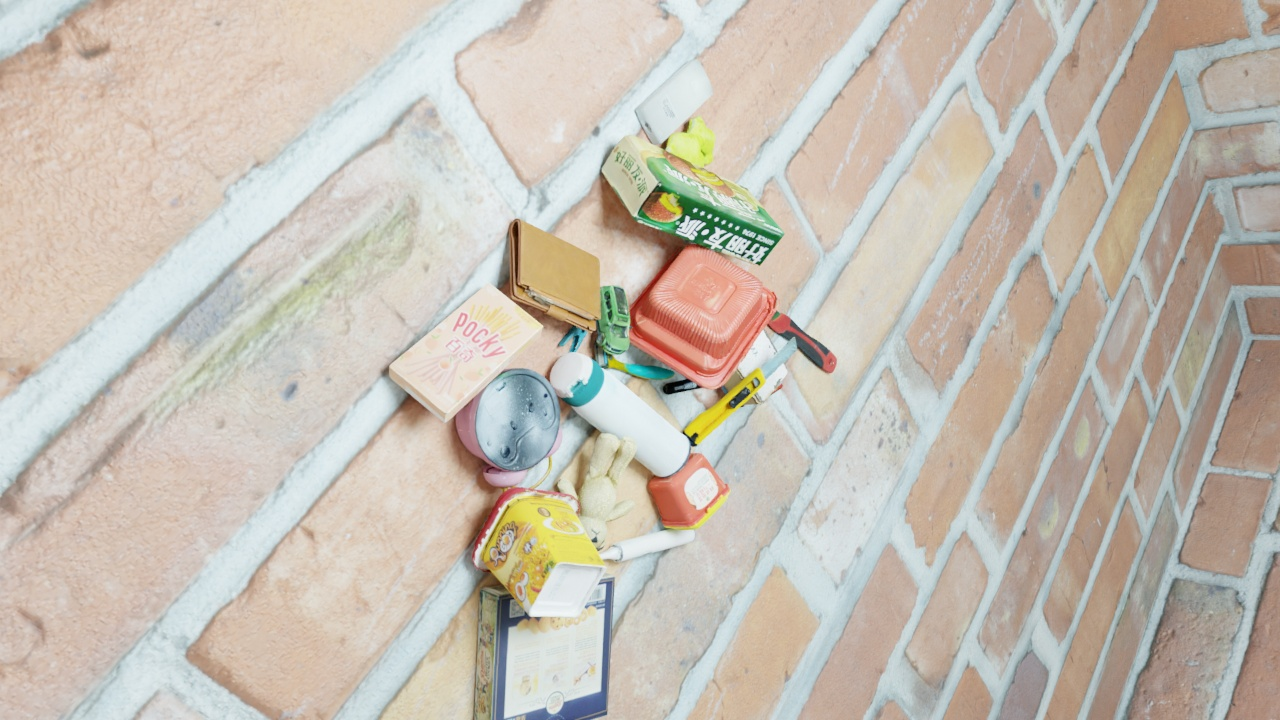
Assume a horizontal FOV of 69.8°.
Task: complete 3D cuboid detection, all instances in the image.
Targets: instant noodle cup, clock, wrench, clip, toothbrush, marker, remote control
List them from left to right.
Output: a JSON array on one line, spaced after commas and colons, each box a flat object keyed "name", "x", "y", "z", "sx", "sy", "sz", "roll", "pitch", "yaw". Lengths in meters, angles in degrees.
[{"name": "clock", "x": -0.148, "y": 0.082, "z": 1.062, "sx": 0.117, "sy": 0.060, "sz": 0.158, "roll": -42, "pitch": 118, "yaw": -34}, {"name": "instant noodle cup", "x": -0.110, "y": 0.221, "z": 1.040, "sx": 0.116, "sy": 0.123, "sz": 0.116, "roll": 17, "pitch": 108, "yaw": -42}, {"name": "clip", "x": -0.080, "y": -0.031, "z": 1.147, "sx": 0.056, "sy": 0.014, "sz": 0.041, "roll": -55, "pitch": 127, "yaw": -24}, {"name": "toothbrush", "x": -0.011, "y": 0.250, "z": 1.220, "sx": 0.220, "sy": 0.027, "sz": 0.026, "roll": -4, "pitch": 57, "yaw": -43}, {"name": "remote control", "x": 0.047, "y": -0.350, "z": 1.238, "sx": 0.134, "sy": 0.019, "sz": 0.056, "roll": -49, "pitch": 123, "yaw": -29}, {"name": "marker", "x": 0.077, "y": 0.032, "z": 1.295, "sx": 0.123, "sy": 0.015, "sz": 0.018, "roll": -11, "pitch": 100, "yaw": -42}, {"name": "instant noodle cup", "x": 0.083, "y": -0.073, "z": 1.196, "sx": 0.188, "sy": 0.164, "sz": 0.079, "roll": -53, "pitch": 167, "yaw": -28}, {"name": "wrench", "x": 0.231, "y": -0.044, "z": 1.431, "sx": 0.273, "sy": 0.016, "sz": 0.056, "roll": 28, "pitch": 75, "yaw": -40}]

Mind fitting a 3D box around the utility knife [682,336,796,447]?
[{"name": "utility knife", "x": 0.137, "y": 0.046, "z": 1.267, "sx": 0.217, "sy": 0.015, "sz": 0.033, "roll": -43, "pitch": 112, "yaw": 10}]

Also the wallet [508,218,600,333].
[{"name": "wallet", "x": -0.100, "y": -0.100, "z": 1.093, "sx": 0.131, "sy": 0.031, "sz": 0.107, "roll": 21, "pitch": 55, "yaw": -42}]

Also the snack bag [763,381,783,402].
[{"name": "snack bag", "x": 0.190, "y": 0.011, "z": 1.389, "sx": 0.048, "sy": 0.026, "sz": 0.104, "roll": -35, "pitch": 115, "yaw": -30}]

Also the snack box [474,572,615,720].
[{"name": "snack box", "x": -0.115, "y": 0.358, "z": 1.119, "sx": 0.177, "sy": 0.046, "sz": 0.182, "roll": 3, "pitch": 91, "yaw": -43}]

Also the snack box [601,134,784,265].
[{"name": "snack box", "x": 0.072, "y": -0.205, "z": 1.198, "sx": 0.239, "sy": 0.114, "sz": 0.063, "roll": 14, "pitch": 124, "yaw": -41}]

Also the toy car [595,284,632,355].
[{"name": "toy car", "x": -0.035, "y": -0.052, "z": 1.162, "sx": 0.043, "sy": 0.036, "sz": 0.091, "roll": 7, "pitch": 70, "yaw": -45}]

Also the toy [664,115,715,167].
[{"name": "toy", "x": 0.069, "y": -0.285, "z": 1.253, "sx": 0.096, "sy": 0.031, "sz": 0.100, "roll": 36, "pitch": 70, "yaw": -48}]

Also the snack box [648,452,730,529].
[{"name": "snack box", "x": 0.065, "y": 0.176, "z": 1.252, "sx": 0.091, "sy": 0.082, "sz": 0.080, "roll": -38, "pitch": 107, "yaw": -35}]

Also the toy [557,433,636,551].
[{"name": "toy", "x": -0.049, "y": 0.164, "z": 1.140, "sx": 0.105, "sy": 0.066, "sz": 0.157, "roll": 16, "pitch": 99, "yaw": -22}]

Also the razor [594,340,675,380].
[{"name": "razor", "x": -0.007, "y": 0.007, "z": 1.206, "sx": 0.132, "sy": 0.028, "sz": 0.043, "roll": 15, "pitch": 53, "yaw": -39}]

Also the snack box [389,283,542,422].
[{"name": "snack box", "x": -0.189, "y": -0.011, "z": 1.005, "sx": 0.084, "sy": 0.026, "sz": 0.156, "roll": 38, "pitch": 59, "yaw": 10}]

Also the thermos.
[{"name": "thermos", "x": -0.026, "y": 0.068, "z": 1.167, "sx": 0.224, "sy": 0.073, "sz": 0.073, "roll": 42, "pitch": 65, "yaw": -37}]

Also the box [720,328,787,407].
[{"name": "box", "x": 0.139, "y": -0.015, "z": 1.305, "sx": 0.089, "sy": 0.061, "sz": 0.184, "roll": -45, "pitch": 115, "yaw": -33}]
